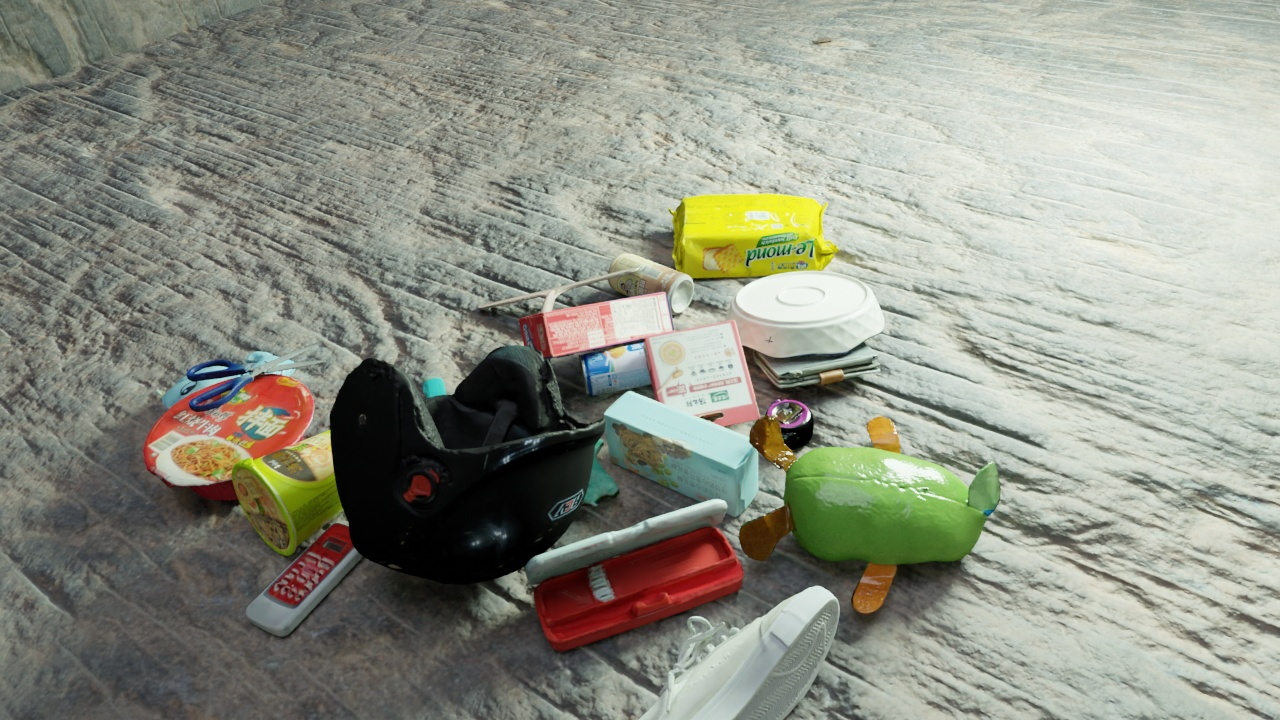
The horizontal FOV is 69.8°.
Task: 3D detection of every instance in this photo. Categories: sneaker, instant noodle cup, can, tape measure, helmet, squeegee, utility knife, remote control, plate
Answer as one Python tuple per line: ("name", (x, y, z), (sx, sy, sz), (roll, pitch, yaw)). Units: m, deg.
("sneaker", (0.067, 0.271, 0.774), (0.241, 0.090, 0.091), (-37, 43, -25))
("instant noodle cup", (-0.474, 0.098, 1.081), (0.194, 0.066, 0.193), (-3, 37, 2))
("can", (0.014, -0.108, 1.284), (0.116, 0.059, 0.058), (25, 47, 34))
("tape measure", (0.168, 0.072, 1.046), (0.057, 0.039, 0.057), (-32, 45, -30))
("helmet", (-0.166, 0.103, 0.890), (0.275, 0.230, 0.233), (7, 9, 29))
("squeegee", (-0.122, -0.029, 1.197), (0.248, 0.040, 0.249), (-12, 44, 14))
("utility knife", (-0.246, 0.071, 1.125), (0.029, 0.013, 0.186), (-16, 37, -10))
("remote control", (-0.338, 0.221, 0.940), (0.056, 0.020, 0.135), (16, 43, 25))
("can", (-0.007, 0.007, 1.143), (0.134, 0.053, 0.053), (-11, 38, -6))
("instant noodle cup", (-0.357, 0.131, 0.997), (0.112, 0.112, 0.123), (23, 39, 32))
("plate", (0.208, -0.065, 1.179), (0.205, 0.046, 0.204), (-6, 24, 3))

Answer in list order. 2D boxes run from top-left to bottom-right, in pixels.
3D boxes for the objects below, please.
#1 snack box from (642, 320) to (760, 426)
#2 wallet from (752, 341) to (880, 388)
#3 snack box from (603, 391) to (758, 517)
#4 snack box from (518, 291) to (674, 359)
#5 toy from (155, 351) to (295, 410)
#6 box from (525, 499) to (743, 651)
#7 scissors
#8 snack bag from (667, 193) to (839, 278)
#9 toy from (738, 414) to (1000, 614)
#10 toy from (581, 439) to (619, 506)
("snack box", (0.071, 0.026, 1.089), (0.113, 0.044, 0.127), (-11, 73, -6))
("wallet", (0.217, 0.001, 1.134), (0.129, 0.037, 0.106), (-11, 27, -8))
("snack box", (0.043, 0.100, 0.999), (0.175, 0.074, 0.051), (20, 44, 30))
("snack box", (-0.051, -0.043, 1.149), (0.207, 0.058, 0.057), (-13, 2, -41))
("toy", (-0.538, 0.034, 1.186), (0.156, 0.050, 0.161), (-2, 33, 2))
("box", (-0.007, 0.188, 0.874), (0.201, 0.099, 0.095), (-16, 39, -12))
("scissors", (-0.482, 0.014, 1.129), (0.163, 0.012, 0.161), (13, 39, 24))
("snack bag", (0.162, -0.191, 1.364), (0.246, 0.068, 0.157), (-1, 38, 5))
("toy", (0.222, 0.143, 0.907), (0.247, 0.090, 0.226), (9, 57, 8))
("toy", (-0.063, 0.131, 1.012), (0.096, 0.030, 0.092), (-29, 41, -18))
